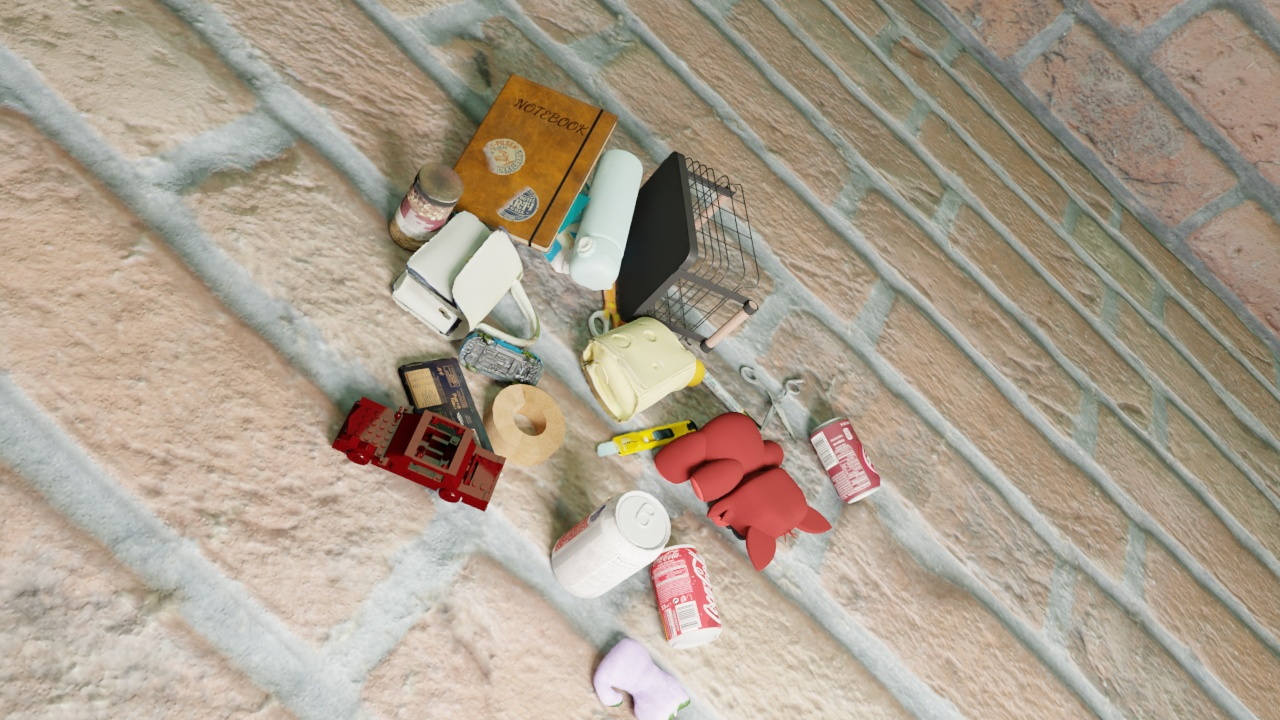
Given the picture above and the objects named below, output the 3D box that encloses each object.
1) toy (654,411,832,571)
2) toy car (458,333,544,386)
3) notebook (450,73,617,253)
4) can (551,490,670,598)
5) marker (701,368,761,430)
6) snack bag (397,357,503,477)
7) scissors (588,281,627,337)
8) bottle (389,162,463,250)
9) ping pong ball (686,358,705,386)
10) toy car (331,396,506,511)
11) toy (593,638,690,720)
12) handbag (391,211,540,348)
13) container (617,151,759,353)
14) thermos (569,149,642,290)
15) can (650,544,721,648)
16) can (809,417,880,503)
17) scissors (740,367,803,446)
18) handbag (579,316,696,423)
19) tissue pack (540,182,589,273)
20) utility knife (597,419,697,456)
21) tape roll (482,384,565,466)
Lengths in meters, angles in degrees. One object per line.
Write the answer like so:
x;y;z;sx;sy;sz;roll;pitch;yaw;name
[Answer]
0.130;0.159;1.145;0.158;0.121;0.197;-15;59;-45;toy
-0.165;-0.001;1.086;0.105;0.048;0.032;22;20;-29;toy car
-0.144;-0.256;1.211;0.178;0.014;0.248;23;66;4;notebook
-0.032;0.197;0.979;0.078;0.136;0.078;20;50;-25;can
0.115;0.047;1.287;0.146;0.017;0.017;46;44;0;marker
-0.213;0.066;1.023;0.074;0.018;0.155;-8;64;-40;snack bag
-0.048;-0.075;1.257;0.073;0.013;0.131;10;55;-33;scissors
-0.259;-0.184;1.107;0.056;0.105;0.056;20;50;-25;bottle
0.069;0.015;1.258;0.040;0.040;0.040;20;50;-25;ping pong ball
-0.224;0.093;0.948;0.170;0.062;0.070;25;54;-10;toy car
-0.002;0.347;0.969;0.099;0.037;0.080;47;53;7;toy
-0.189;-0.085;1.113;0.176;0.074;0.150;40;44;-7;handbag
0.065;-0.151;1.280;0.130;0.163;0.240;20;47;-29;container
-0.046;-0.186;1.215;0.078;0.065;0.206;65;30;-51;thermos
0.050;0.268;1.043;0.064;0.064;0.104;6;56;-34;can
0.294;0.143;1.319;0.063;0.063;0.114;-9;66;-41;can
0.204;0.059;1.340;0.171;0.014;0.141;-18;62;-48;scissors
-0.007;0.007;1.177;0.119;0.081;0.111;-28;76;-42;handbag
-0.115;-0.212;1.269;0.116;0.066;0.209;-27;80;-44;tissue pack
0.012;0.102;1.173;0.175;0.017;0.030;-11;58;-38;utility knife
-0.135;0.075;1.070;0.094;0.027;0.093;20;50;-25;tape roll
